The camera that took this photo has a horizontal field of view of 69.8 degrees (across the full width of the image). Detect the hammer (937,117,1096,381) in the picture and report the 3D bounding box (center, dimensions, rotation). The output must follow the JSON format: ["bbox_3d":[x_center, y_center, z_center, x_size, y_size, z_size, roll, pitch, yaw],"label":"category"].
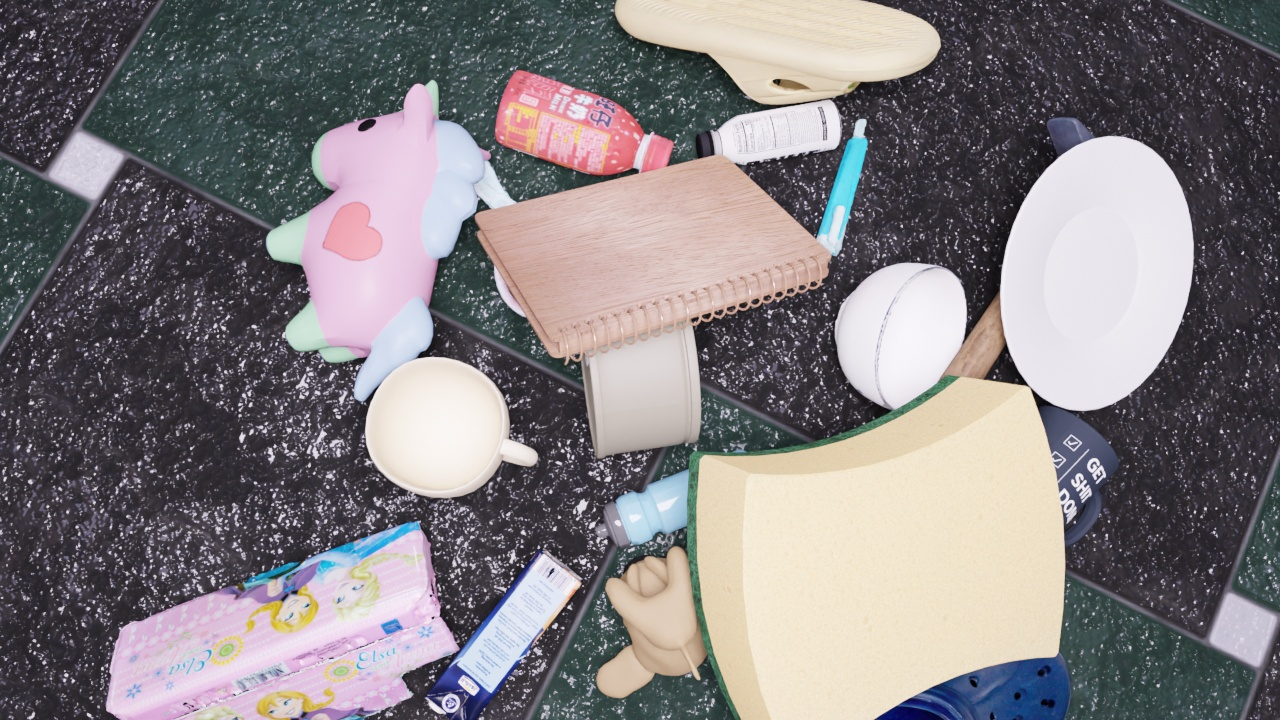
[{"bbox_3d":[0.279,-0.035,0.706,0.129,0.040,0.321,41,80,-30],"label":"hammer"}]

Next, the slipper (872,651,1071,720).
[{"bbox_3d":[0.202,0.274,0.654,0.252,0.095,0.105,-16,82,-8],"label":"slipper"}]

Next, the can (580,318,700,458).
[{"bbox_3d":[-0.004,0.004,0.675,0.073,0.128,0.127,-7,81,-6],"label":"can"}]

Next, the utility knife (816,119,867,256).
[{"bbox_3d":[0.173,-0.147,0.764,0.022,0.015,0.124,22,78,-12],"label":"utility knife"}]

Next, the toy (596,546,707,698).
[{"bbox_3d":[0.018,0.185,0.662,0.134,0.108,0.105,-26,66,-6],"label":"toy"}]

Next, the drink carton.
[{"bbox_3d":[-0.097,0.202,0.670,0.040,0.064,0.130,37,80,6],"label":"drink carton"}]

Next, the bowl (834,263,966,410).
[{"bbox_3d":[0.193,-0.022,0.709,0.113,0.063,0.113,-15,114,-36],"label":"bowl"}]

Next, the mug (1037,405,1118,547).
[{"bbox_3d":[0.320,0.099,0.710,0.077,0.071,0.105,-44,112,-8],"label":"mug"}]

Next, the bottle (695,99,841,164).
[{"bbox_3d":[0.103,-0.184,0.753,0.116,0.041,0.041,-11,82,-4],"label":"bottle"}]

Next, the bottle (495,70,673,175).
[{"bbox_3d":[-0.043,-0.182,0.736,0.137,0.062,0.062,18,80,-1],"label":"bottle"}]

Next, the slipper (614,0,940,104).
[{"bbox_3d":[0.100,-0.247,0.737,0.262,0.079,0.111,18,42,18],"label":"slipper"}]

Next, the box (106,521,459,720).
[{"bbox_3d":[-0.253,0.216,0.679,0.230,0.106,0.086,-20,39,-6],"label":"box"}]

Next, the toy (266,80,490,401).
[{"bbox_3d":[-0.186,-0.090,0.685,0.171,0.120,0.222,-21,73,10],"label":"toy"}]

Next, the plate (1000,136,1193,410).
[{"bbox_3d":[0.351,-0.065,0.707,0.208,0.015,0.209,-5,101,-25],"label":"plate"}]

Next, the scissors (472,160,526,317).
[{"bbox_3d":[-0.116,-0.108,0.745,0.179,0.016,0.105,40,82,4],"label":"scissors"}]

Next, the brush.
[{"bbox_3d":[0.161,0.132,0.615,0.249,0.075,0.195,-14,101,-21],"label":"brush"}]

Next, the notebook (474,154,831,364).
[{"bbox_3d":[0.008,-0.079,0.655,0.210,0.022,0.169,-18,44,-19],"label":"notebook"}]

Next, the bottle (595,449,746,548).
[{"bbox_3d":[0.027,0.108,0.703,0.130,0.040,0.040,-21,82,-6],"label":"bottle"}]

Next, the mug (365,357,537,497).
[{"bbox_3d":[-0.133,0.056,0.674,0.120,0.100,0.096,17,78,-2],"label":"mug"}]
